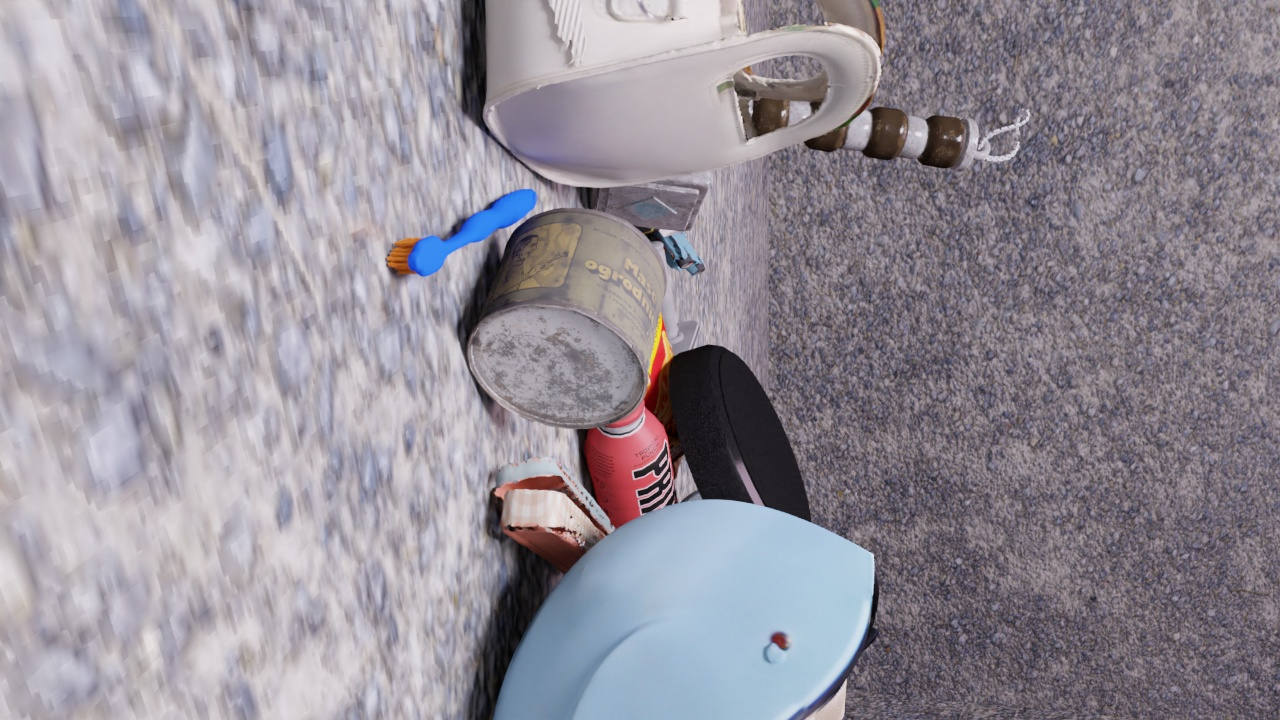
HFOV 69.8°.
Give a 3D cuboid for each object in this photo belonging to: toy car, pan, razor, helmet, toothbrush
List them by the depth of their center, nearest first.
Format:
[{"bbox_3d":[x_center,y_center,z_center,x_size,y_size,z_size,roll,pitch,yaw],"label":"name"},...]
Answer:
[{"bbox_3d":[-0.079,-0.067,0.447,0.182,0.018,0.016,-65,154,-70],"label":"toothbrush"},{"bbox_3d":[0.013,0.193,0.506,0.265,0.167,0.225,-58,158,-6],"label":"helmet"},{"bbox_3d":[0.126,0.136,0.814,0.356,0.044,0.203,55,21,-28],"label":"pan"},{"bbox_3d":[0.022,-0.059,0.889,0.088,0.047,0.116,-66,147,-62],"label":"razor"},{"bbox_3d":[0.032,-0.112,0.920,0.060,0.027,0.107,57,13,9],"label":"toy car"}]

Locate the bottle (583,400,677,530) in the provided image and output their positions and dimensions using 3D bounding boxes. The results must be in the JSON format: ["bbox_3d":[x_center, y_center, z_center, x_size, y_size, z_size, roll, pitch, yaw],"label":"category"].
[{"bbox_3d":[-0.007,0.083,0.694,0.177,0.062,0.062,80,16,-44],"label":"bottle"}]

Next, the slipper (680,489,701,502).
[{"bbox_3d":[0.053,0.259,0.995,0.055,0.098,0.269,-152,-111,-76],"label":"slipper"}]

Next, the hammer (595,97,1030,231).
[{"bbox_3d":[0.128,-0.174,0.678,0.080,0.326,0.176,112,-16,-72],"label":"hammer"}]

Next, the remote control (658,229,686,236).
[{"bbox_3d":[0.023,-0.143,0.870,0.050,0.011,0.135,53,15,-1],"label":"remote control"}]

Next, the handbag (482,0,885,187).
[{"bbox_3d":[0.024,-0.161,0.481,0.200,0.200,0.093,25,63,-80],"label":"handbag"}]

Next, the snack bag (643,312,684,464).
[{"bbox_3d":[-0.005,0.005,0.772,0.208,0.067,0.138,64,33,-47],"label":"snack bag"}]

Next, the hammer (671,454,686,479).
[{"bbox_3d":[0.036,0.098,0.966,0.318,0.049,0.121,-46,139,-71],"label":"hammer"}]

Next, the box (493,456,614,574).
[{"bbox_3d":[-0.044,0.108,0.554,0.059,0.056,0.187,-44,156,-8],"label":"box"}]

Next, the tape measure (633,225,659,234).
[{"bbox_3d":[-0.003,-0.134,0.755,0.062,0.034,0.061,59,28,-48],"label":"tape measure"}]

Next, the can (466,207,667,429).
[{"bbox_3d":[-0.035,-0.021,0.470,0.090,0.090,0.074,79,17,-46],"label":"can"}]
